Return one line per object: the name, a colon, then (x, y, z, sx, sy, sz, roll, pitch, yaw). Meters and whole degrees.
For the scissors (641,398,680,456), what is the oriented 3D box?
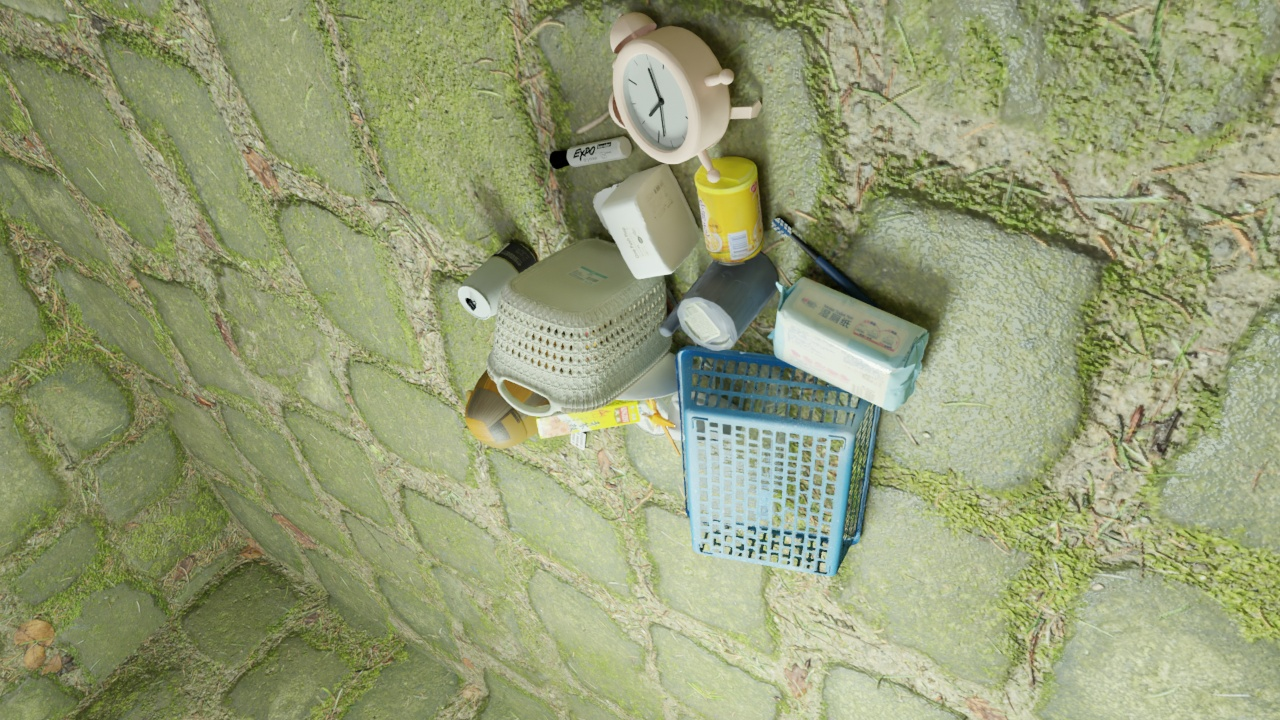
scissors: (0.023, 0.082, 1.281, 0.125, 0.011, 0.128, 61, 164, 15)

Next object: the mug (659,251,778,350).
mug: (0.089, -0.071, 1.092, 0.124, 0.103, 0.084, -8, 124, 47)

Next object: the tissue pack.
tissue pack: (0.229, -0.022, 1.037, 0.182, 0.069, 0.112, 28, 159, 21)

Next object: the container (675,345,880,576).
container: (0.170, 0.151, 1.207, 0.257, 0.089, 0.363, 7, 136, 13)

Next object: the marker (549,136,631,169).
marker: (-0.064, -0.250, 1.110, 0.126, 0.025, 0.025, 1, 129, 42)

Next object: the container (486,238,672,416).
container: (-0.072, -0.049, 1.157, 0.185, 0.245, 0.143, 22, 127, 24)

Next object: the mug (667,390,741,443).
mug: (0.087, 0.074, 1.268, 0.089, 0.071, 0.107, 7, 156, 27)

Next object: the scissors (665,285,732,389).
scissors: (0.073, -0.026, 1.232, 0.142, 0.014, 0.174, 13, 136, 39)

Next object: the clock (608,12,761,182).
clock: (0.037, -0.279, 0.954, 0.160, 0.086, 0.131, 35, 146, 25)

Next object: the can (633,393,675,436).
can: (0.021, 0.069, 1.359, 0.086, 0.043, 0.086, 25, 139, 23)

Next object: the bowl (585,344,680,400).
bowl: (-0.008, 0.007, 1.246, 0.150, 0.149, 0.043, 12, 114, 34)

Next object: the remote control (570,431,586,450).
remote control: (-0.101, 0.107, 1.539, 0.028, 0.011, 0.124, 29, 143, 16)

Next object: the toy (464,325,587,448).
toy: (-0.184, 0.047, 1.386, 0.163, 0.202, 0.199, 1, 129, 43)

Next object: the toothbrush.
toothbrush: (0.211, -0.102, 1.024, 0.167, 0.014, 0.014, 42, 111, -2)

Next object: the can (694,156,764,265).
can: (0.099, -0.166, 1.012, 0.068, 0.067, 0.105, 16, 139, 30)

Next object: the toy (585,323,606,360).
toy: (-0.067, -0.023, 1.327, 0.046, 0.084, 0.104, 4, 139, -6)

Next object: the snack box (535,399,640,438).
snack box: (-0.076, 0.078, 1.321, 0.148, 0.028, 0.040, -10, 128, -2)

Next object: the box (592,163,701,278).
box: (-0.013, -0.166, 1.101, 0.137, 0.125, 0.109, -6, 123, 35)

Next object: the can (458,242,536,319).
can: (-0.204, -0.110, 1.300, 0.064, 0.127, 0.064, 25, 142, 21)
